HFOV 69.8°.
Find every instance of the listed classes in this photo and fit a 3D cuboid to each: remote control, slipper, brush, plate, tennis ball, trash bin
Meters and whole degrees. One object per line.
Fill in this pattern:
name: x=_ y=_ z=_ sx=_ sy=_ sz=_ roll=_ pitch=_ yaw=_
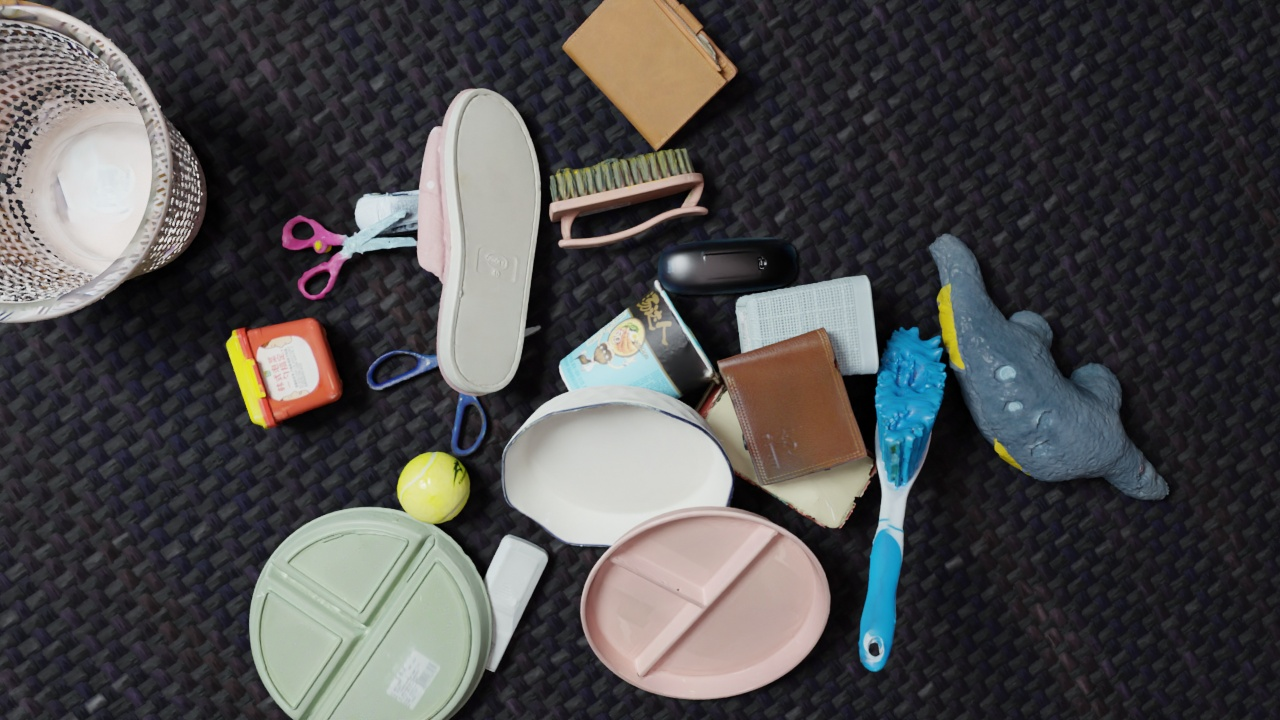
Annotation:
remote control: x=-0.134 y=0.231 z=0.875 sx=0.049 sy=0.024 sz=0.125 roll=25 pitch=91 yaw=-5
slipper: x=-0.147 y=-0.105 z=0.821 sx=0.114 sy=0.055 sz=0.274 roll=4 pitch=85 yaw=-47
brush: x=-0.012 y=-0.149 z=0.846 sx=0.145 sy=0.063 sz=0.073 roll=-13 pitch=90 yaw=-6
plate: x=0.059 y=0.225 z=0.852 sx=0.229 sy=0.028 sz=0.230 roll=0 pitch=118 yaw=-1
brush: x=0.223 y=0.106 z=0.796 sx=0.060 sy=0.313 sz=0.110 roll=7 pitch=132 yaw=17
remote control: x=0.085 y=-0.090 z=0.877 sx=0.136 sy=0.024 sz=0.053 roll=-5 pitch=93 yaw=-5
tennis ball: x=-0.189 y=0.117 z=0.842 sx=0.065 sy=0.065 sz=0.065 roll=0 pitch=93 yaw=-6
plate: x=-0.253 y=0.251 z=0.852 sx=0.230 sy=0.027 sz=0.230 roll=0 pitch=94 yaw=2
trash bin: x=-0.458 y=-0.145 z=0.735 sx=0.227 sy=0.192 sz=0.227 roll=0 pitch=94 yaw=-6
plate: x=-0.020 y=0.096 z=0.818 sx=0.205 sy=0.045 sz=0.205 roll=2 pitch=135 yaw=2

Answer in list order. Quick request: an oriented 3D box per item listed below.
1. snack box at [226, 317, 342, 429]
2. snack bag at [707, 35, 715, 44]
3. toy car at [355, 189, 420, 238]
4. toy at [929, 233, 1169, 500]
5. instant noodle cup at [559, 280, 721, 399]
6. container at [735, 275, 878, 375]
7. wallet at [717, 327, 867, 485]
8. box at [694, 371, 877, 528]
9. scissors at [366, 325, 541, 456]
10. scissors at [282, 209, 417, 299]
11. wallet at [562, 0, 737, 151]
snack box: x=-0.314 y=0.008 z=0.818 sx=0.080 sy=0.082 sz=0.091 roll=-17 pitch=96 yaw=-14
snack bag: x=0.021 y=-0.321 z=0.856 sx=0.048 sy=0.026 sz=0.104 roll=-38 pitch=96 yaw=6
toy car: x=-0.216 y=-0.136 z=0.841 sx=0.090 sy=0.034 sz=0.043 roll=-7 pitch=97 yaw=-4
toy: x=0.387 y=0.038 z=0.889 sx=0.356 sy=0.092 sz=0.137 roll=44 pitch=61 yaw=-7
instant noodle cup: x=-0.005 y=0.005 z=0.837 sx=0.120 sy=0.111 sz=0.111 roll=-32 pitch=96 yaw=4
container: x=0.152 y=-0.027 z=0.856 sx=0.111 sy=0.090 sz=0.090 roll=-7 pitch=94 yaw=-3
wallet: x=0.133 y=0.042 z=0.808 sx=0.101 sy=0.032 sz=0.124 roll=-19 pitch=101 yaw=7
box: x=0.131 y=0.086 z=0.866 sx=0.168 sy=0.077 sz=0.091 roll=31 pitch=90 yaw=-6
scissors: x=-0.175 y=0.006 z=0.864 sx=0.162 sy=0.012 sz=0.176 roll=0 pitch=93 yaw=-5
scissors: x=-0.262 y=-0.095 z=0.831 sx=0.137 sy=0.017 sz=0.093 roll=0 pitch=95 yaw=12
wallet: x=0.009 y=-0.277 z=0.842 sx=0.108 sy=0.031 sz=0.132 roll=-42 pitch=96 yaw=22
